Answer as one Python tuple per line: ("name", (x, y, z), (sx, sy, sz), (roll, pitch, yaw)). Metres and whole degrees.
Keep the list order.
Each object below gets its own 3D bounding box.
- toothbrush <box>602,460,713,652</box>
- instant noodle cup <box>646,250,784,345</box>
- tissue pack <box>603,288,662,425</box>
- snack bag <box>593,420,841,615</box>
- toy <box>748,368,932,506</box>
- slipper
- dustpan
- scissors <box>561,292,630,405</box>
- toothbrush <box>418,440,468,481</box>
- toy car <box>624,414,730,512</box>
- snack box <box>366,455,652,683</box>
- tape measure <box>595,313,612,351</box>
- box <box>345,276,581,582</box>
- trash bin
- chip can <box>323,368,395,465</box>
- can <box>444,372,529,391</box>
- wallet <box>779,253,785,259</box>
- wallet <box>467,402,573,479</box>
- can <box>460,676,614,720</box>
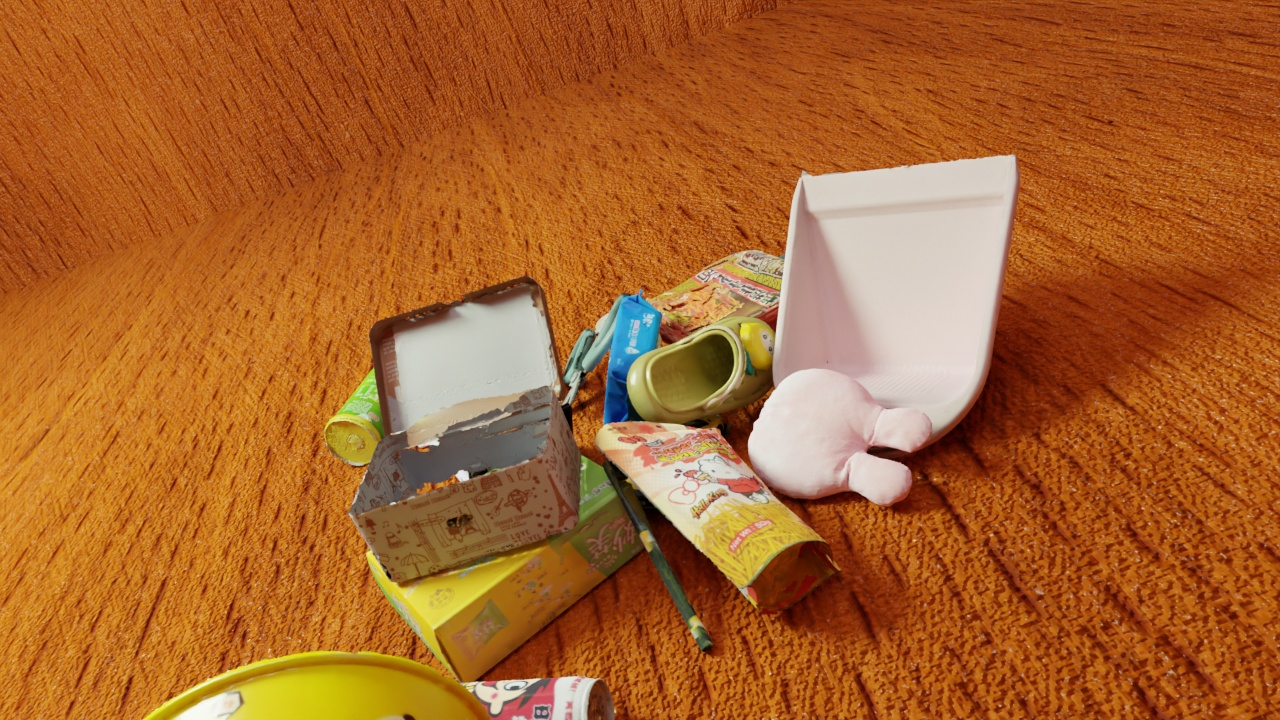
("toothbrush", (0.013, 0.151, 0.740), (0.017, 0.012, 0.185), (-13, 51, -25))
("instant noodle cup", (0.101, -0.052, 1.059), (0.188, 0.079, 0.164), (-29, 29, -17))
("tissue pack", (-0.006, 0.006, 0.983), (0.052, 0.095, 0.156), (7, 47, 1))
("snack bag", (0.062, 0.112, 0.751), (0.128, 0.073, 0.208), (-1, 31, -34))
("toy", (0.170, 0.070, 0.799), (0.160, 0.054, 0.121), (18, 78, 40))
("slipper", (0.076, 0.008, 0.896), (0.190, 0.091, 0.082), (-20, -4, -34))
("dustpan", (0.227, -0.055, 0.853), (0.223, 0.273, 0.138), (-2, 8, 36))
("scissors", (-0.054, -0.013, 1.075), (0.180, 0.019, 0.172), (-50, 15, 29))
("toothbrush", (-0.215, 0.115, 1.033), (0.021, 0.029, 0.189), (8, 11, -35))
("toy car", (0.031, 0.092, 0.889), (0.071, 0.041, 0.155), (1, 32, 32))
("snack box", (-0.117, 0.166, 0.821), (0.209, 0.070, 0.158), (-34, 30, -24))
("tape measure", (-0.023, -0.039, 1.168), (0.066, 0.033, 0.065), (11, 39, 44))
("box", (-0.154, 0.057, 0.829), (0.179, 0.124, 0.273), (-17, 49, 6))
("trash bin", (-0.154, 0.314, 0.434), (0.229, 0.230, 0.255), (-24, 34, -8))
("chip can", (-0.325, 0.041, 1.183), (0.073, 0.073, 0.220), (-10, 30, 19))
("can", (-0.183, 0.027, 1.128), (0.147, 0.058, 0.058), (-8, 30, 21))
("wallet", (0.219, -0.119, 1.169), (0.097, 0.019, 0.121), (-34, 32, -26))
("wallet", (-0.119, 0.098, 0.933), (0.122, 0.096, 0.020), (-34, 68, -22))
("can", (-0.088, 0.257, 0.657), (0.133, 0.053, 0.053), (-10, 29, 19))
